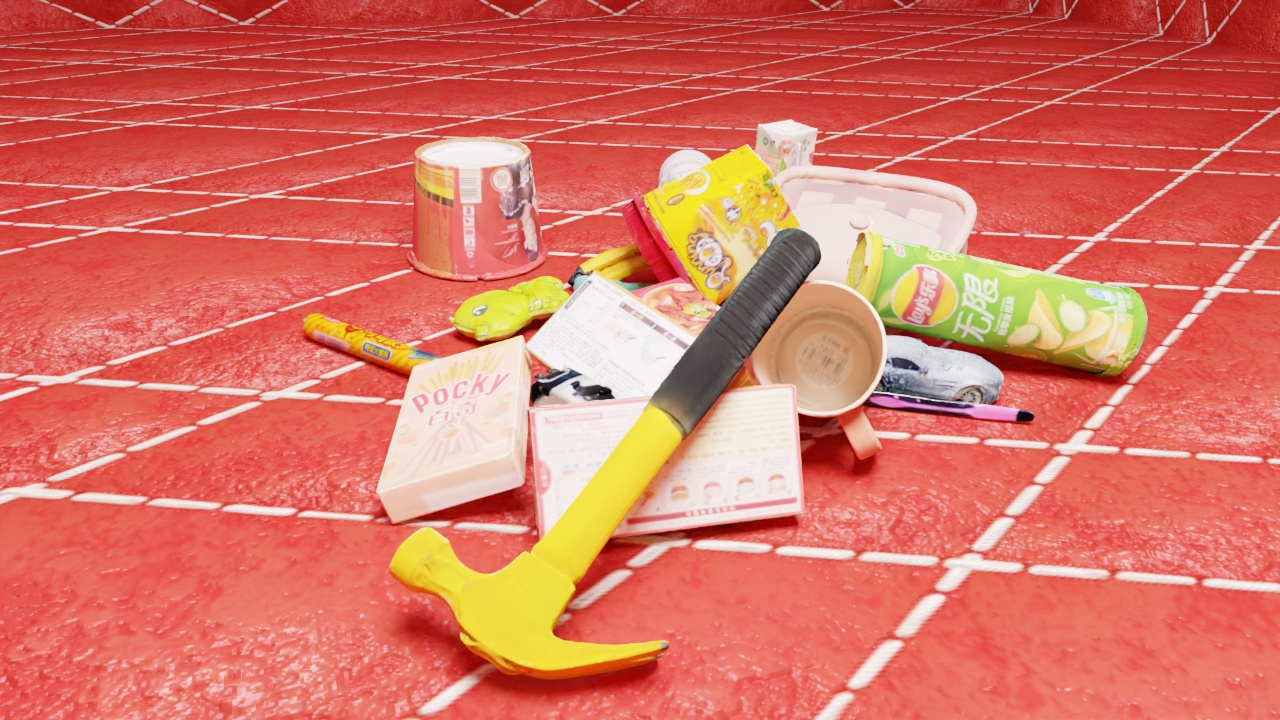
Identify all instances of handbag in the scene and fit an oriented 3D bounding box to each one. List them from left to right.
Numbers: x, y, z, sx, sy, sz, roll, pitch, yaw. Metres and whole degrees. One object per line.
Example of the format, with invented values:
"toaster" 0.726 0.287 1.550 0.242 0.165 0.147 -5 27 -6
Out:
"handbag" 0.184 -0.083 0.825 0.193 0.093 0.233 14 41 22

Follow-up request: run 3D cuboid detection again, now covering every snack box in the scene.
"snack box" -0.114 0.038 0.592 0.084 0.026 0.157 -17 28 3
"snack box" -0.004 0.004 0.602 0.075 0.026 0.154 -48 52 -8
"snack box" 0.007 -0.016 0.690 0.113 0.044 0.127 -19 43 -34
"snack box" 0.016 0.058 0.527 0.155 0.077 0.027 -5 1 -12

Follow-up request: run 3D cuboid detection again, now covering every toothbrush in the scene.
"toothbrush" 0.186 0.029 0.665 0.189 0.014 0.017 6 18 9

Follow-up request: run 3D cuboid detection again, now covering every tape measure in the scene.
"tape measure" -0.037 0.044 0.566 0.066 0.066 0.033 21 33 36

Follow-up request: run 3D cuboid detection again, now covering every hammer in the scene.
"hammer" 0.013 0.034 0.487 0.129 0.033 0.299 34 62 9

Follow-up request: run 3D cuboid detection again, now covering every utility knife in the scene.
"utility knife" 0.029 -0.115 0.864 0.216 0.015 0.033 -27 68 -15

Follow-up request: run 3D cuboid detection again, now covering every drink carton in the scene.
"drink carton" 0.146 -0.182 0.950 0.053 0.123 0.045 -17 35 -35

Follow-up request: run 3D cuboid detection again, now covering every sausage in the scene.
"sausage" -0.205 -0.010 0.709 0.165 0.021 0.021 17 31 28

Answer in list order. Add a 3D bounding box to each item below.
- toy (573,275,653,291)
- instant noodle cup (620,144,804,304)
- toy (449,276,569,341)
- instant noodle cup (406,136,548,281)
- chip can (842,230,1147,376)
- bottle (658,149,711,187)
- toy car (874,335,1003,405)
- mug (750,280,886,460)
"toy" -0.028 -0.052 0.791 0.096 0.030 0.091 -3 31 -14
"instant noodle cup" 0.063 -0.113 0.785 0.124 0.116 0.116 -31 28 8
"toy" -0.108 -0.043 0.763 0.100 0.031 0.096 -12 25 -9
"instant noodle cup" -0.158 -0.152 0.892 0.138 0.109 0.137 2 28 -1
"chip can" 0.270 -0.043 0.707 0.221 0.073 0.072 12 28 0
"bottle" 0.049 -0.163 0.974 0.068 0.068 0.196 3 31 3
"toy car" 0.209 0.005 0.687 0.121 0.037 0.054 9 27 6
"mug" 0.126 0.010 0.603 0.082 0.114 0.106 -28 -11 10
